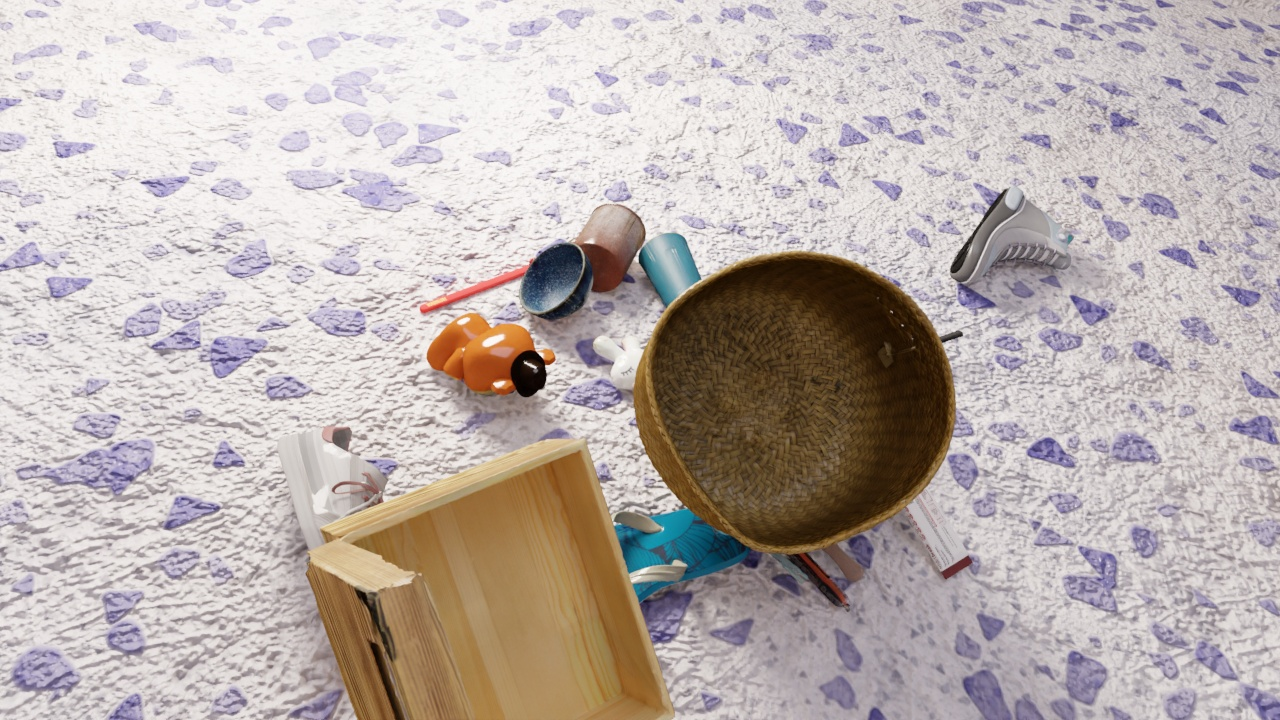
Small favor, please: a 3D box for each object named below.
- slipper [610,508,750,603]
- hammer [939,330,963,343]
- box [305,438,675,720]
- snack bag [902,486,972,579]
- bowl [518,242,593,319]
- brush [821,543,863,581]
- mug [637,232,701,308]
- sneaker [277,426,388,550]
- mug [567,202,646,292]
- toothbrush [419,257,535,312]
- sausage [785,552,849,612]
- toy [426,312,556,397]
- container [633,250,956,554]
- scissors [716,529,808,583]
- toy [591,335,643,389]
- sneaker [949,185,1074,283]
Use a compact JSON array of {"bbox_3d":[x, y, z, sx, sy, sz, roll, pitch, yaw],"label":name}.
[{"bbox_3d":[-0.007,0.211,0.996,0.294,0.060,0.118,-14,46,-26],"label":"slipper"},{"bbox_3d":[0.320,0.001,1.271,0.324,0.015,0.095,-16,25,-25],"label":"hammer"},{"bbox_3d":[-0.095,0.236,0.698,0.285,0.337,0.279,-20,97,-26],"label":"box"},{"bbox_3d":[0.337,0.180,1.096,0.056,0.013,0.158,-18,71,-35],"label":"snack bag"},{"bbox_3d":[-0.106,-0.101,1.272,0.115,0.060,0.114,-21,52,29],"label":"bowl"},{"bbox_3d":[0.205,0.201,1.062,0.050,0.015,0.135,-46,69,8],"label":"brush"},{"bbox_3d":[0.053,-0.115,1.324,0.078,0.078,0.121,-9,54,-20],"label":"mug"},{"bbox_3d":[-0.308,0.152,0.967,0.089,0.099,0.236,-25,52,-14],"label":"sneaker"},{"bbox_3d":[-0.065,-0.163,1.343,0.123,0.096,0.110,-5,34,28],"label":"mug"},{"bbox_3d":[-0.218,-0.111,1.300,0.212,0.018,0.012,-25,56,-31],"label":"toothbrush"},{"bbox_3d":[0.184,0.226,1.048,0.020,0.020,0.155,-24,55,-30],"label":"sausage"},{"bbox_3d":[-0.186,-0.006,1.151,0.176,0.096,0.111,13,36,44],"label":"toy"},{"bbox_3d":[0.150,0.043,0.984,0.307,0.197,0.307,1,85,-6],"label":"container"},{"bbox_3d":[0.132,0.206,1.034,0.141,0.015,0.075,41,32,25],"label":"scissors"},{"bbox_3d":[-0.007,0.007,1.213,0.079,0.038,0.122,-17,54,-35],"label":"toy"},{"bbox_3d":[0.614,-0.175,1.491,0.160,0.093,0.255,34,50,10],"label":"sneaker"}]
